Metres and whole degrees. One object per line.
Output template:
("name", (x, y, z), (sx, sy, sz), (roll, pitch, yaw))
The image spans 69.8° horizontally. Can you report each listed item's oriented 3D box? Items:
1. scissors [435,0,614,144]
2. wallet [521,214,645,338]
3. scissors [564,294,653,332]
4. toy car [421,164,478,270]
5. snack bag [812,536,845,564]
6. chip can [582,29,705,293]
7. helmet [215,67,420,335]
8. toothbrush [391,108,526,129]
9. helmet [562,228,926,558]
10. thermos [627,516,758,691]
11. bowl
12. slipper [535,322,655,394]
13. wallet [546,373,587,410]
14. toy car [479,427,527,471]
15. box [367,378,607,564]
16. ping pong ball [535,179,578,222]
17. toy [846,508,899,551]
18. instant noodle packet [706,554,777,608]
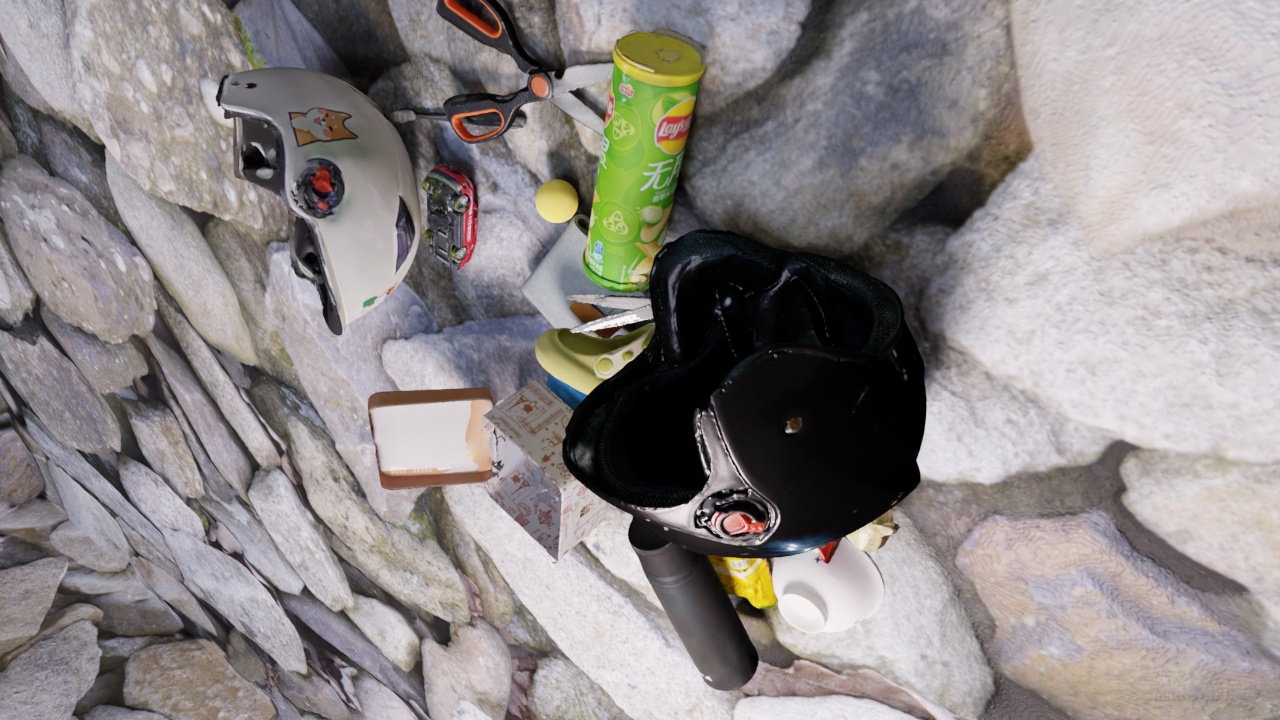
("scissors", (-0.103, -0.249, 0.823), (0.221, 0.021, 0.226), (51, 134, -4))
("wallet", (-0.058, -0.067, 0.910), (0.106, 0.036, 0.130), (49, 139, 1))
("scissors", (0.027, -0.051, 0.806), (0.163, 0.014, 0.166), (33, 120, -16))
("toy car", (-0.197, -0.151, 0.961), (0.053, 0.045, 0.121), (33, 142, 16))
("snack bag", (0.148, 0.158, 0.888), (0.105, 0.045, 0.026), (25, 157, 17))
("chip can", (-0.002, -0.156, 0.766), (0.072, 0.072, 0.222), (32, 136, 20))
("helmet", (-0.310, -0.179, 0.946), (0.274, 0.156, 0.230), (59, 159, 3))
("toothbrush", (-0.181, -0.239, 0.906), (0.181, 0.018, 0.016), (12, 120, 33))
("helmet", (0.086, 0.041, 0.704), (0.275, 0.233, 0.230), (-31, 118, 9))
("thermos", (0.054, 0.243, 0.961), (0.090, 0.068, 0.243), (51, 169, 55))
("bowl", (0.173, 0.230, 0.909), (0.118, 0.064, 0.118), (24, 133, 28))
("slipper", (-0.005, 0.005, 0.865), (0.190, 0.091, 0.082), (24, 114, 1))
("wallet", (-0.065, 0.057, 1.011), (0.106, 0.040, 0.133), (39, 140, 18))
("toy car", (-0.170, 0.117, 1.147), (0.090, 0.035, 0.042), (36, 139, 15))
("box", (-0.162, 0.107, 1.020), (0.272, 0.130, 0.179), (17, 142, 5))
("ping pong ball", (-0.078, -0.150, 0.862), (0.040, 0.040, 0.040), (23, 133, 27))
("toy", (0.158, 0.116, 0.830), (0.157, 0.066, 0.105), (32, 162, 8))
("instant noodle packet", (0.082, 0.210, 0.990), (0.129, 0.044, 0.111), (8, 131, 42))
